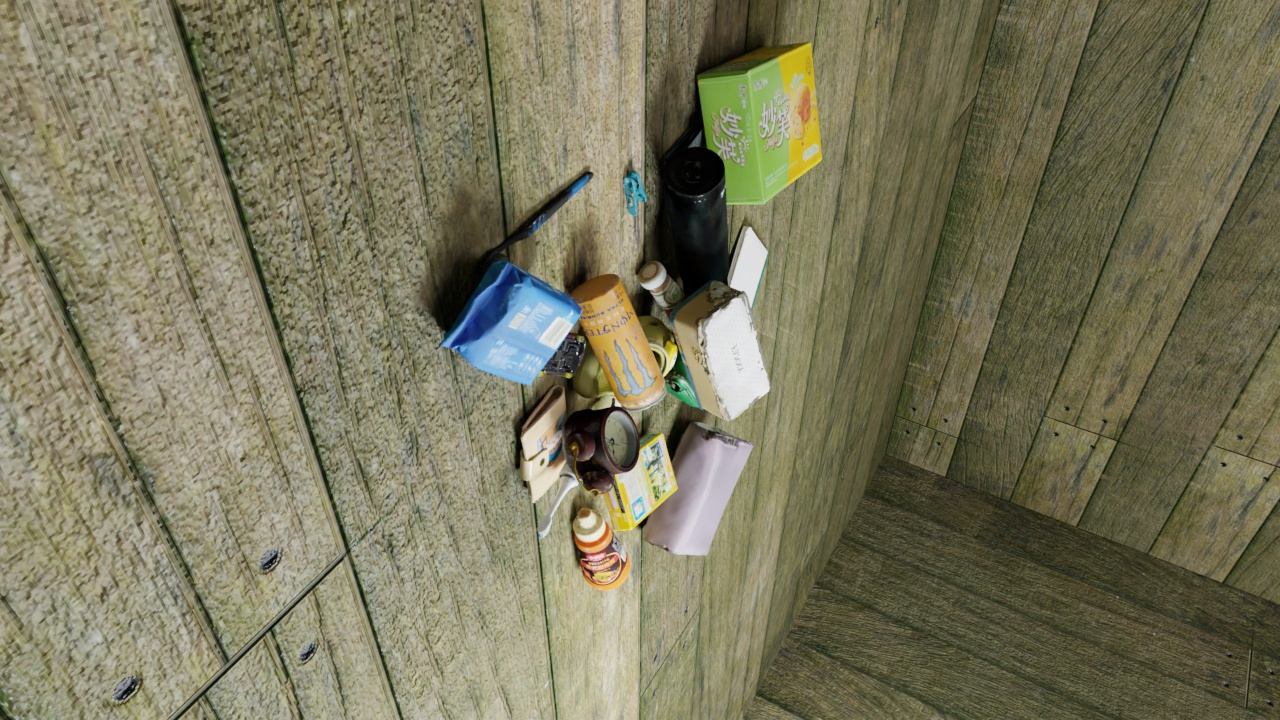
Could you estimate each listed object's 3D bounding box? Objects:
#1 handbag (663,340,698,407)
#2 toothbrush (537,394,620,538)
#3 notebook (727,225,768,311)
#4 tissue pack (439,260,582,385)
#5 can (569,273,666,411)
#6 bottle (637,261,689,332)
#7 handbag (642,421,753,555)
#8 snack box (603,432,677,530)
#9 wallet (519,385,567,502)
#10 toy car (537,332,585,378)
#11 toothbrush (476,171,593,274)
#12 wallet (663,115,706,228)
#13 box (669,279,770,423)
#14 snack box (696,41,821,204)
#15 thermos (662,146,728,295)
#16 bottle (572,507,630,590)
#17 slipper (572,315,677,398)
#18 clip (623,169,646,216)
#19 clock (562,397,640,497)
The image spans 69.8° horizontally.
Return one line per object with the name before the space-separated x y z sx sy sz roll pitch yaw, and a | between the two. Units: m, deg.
handbag | 0.081 -0.004 1.281 0.120 0.068 0.131 34 79 -58
toothbrush | -0.071 0.115 1.048 0.220 0.027 0.026 -63 163 -45
notebook | 0.152 -0.088 1.417 0.150 0.012 0.209 24 82 -68
tissue pack | -0.115 -0.034 0.822 0.095 0.052 0.157 -53 158 4
can | -0.023 -0.019 0.985 0.058 0.058 0.146 -48 125 -40
bottle | 0.062 -0.054 1.158 0.206 0.060 0.059 45 67 -44
handbag | 0.083 0.198 1.426 0.197 0.098 0.145 -68 159 0
snack box | -0.002 0.162 1.244 0.140 0.034 0.087 -30 107 -54
wallet | -0.107 0.095 1.013 0.115 0.024 0.087 91 25 -42
toy car | -0.090 -0.008 0.946 0.106 0.031 0.049 7 104 -65
toothbrush | -0.092 -0.131 0.858 0.189 0.016 0.014 -50 158 -40
wallet | 0.060 -0.232 1.109 0.120 0.019 0.097 -54 156 -35
box | 0.102 -0.005 1.134 0.089 0.060 0.184 -36 132 -22
snack box | 0.154 -0.297 1.139 0.209 0.070 0.158 -41 128 -50
thermos | 0.069 -0.159 1.103 0.243 0.068 0.089 77 6 -63
bottle | -0.057 0.242 1.207 0.066 0.067 0.150 -54 146 -32
slipper | -0.006 0.006 1.086 0.190 0.082 0.092 -19 129 -58
clip | -0.006 -0.185 1.005 0.039 0.014 0.056 -58 156 -26
clock | -0.047 0.098 1.012 0.082 0.055 0.121 65 32 -19
